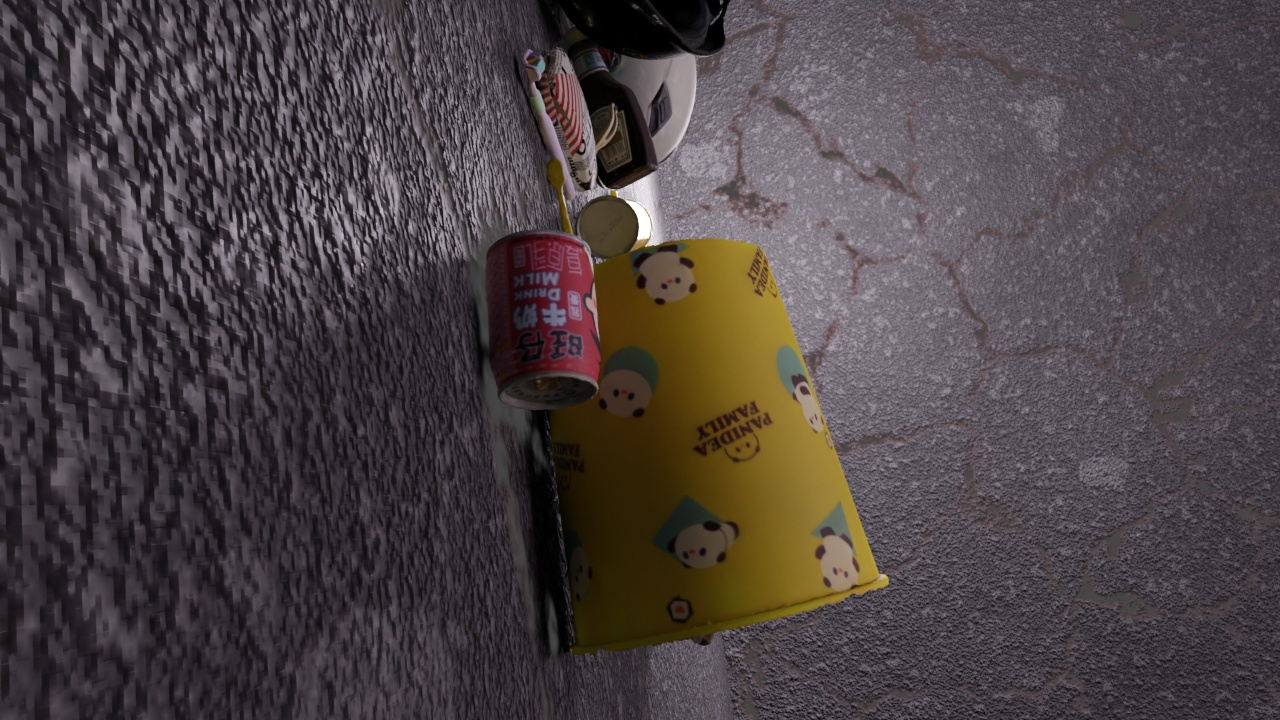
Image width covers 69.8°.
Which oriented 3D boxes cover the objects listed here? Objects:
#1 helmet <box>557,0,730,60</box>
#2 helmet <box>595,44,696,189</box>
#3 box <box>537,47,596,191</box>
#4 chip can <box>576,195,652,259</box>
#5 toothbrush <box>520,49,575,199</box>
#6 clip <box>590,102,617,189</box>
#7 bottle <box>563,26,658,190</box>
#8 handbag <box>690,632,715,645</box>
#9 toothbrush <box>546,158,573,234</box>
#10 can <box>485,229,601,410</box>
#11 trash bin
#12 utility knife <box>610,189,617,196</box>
[{"bbox_3d":[0.002,-0.459,1.033,0.233,0.231,0.274,1,82,-51],"label":"helmet"},{"bbox_3d":[-0.001,-0.377,1.246,0.230,0.157,0.273,67,15,-68],"label":"helmet"},{"bbox_3d":[-0.067,-0.233,0.899,0.164,0.052,0.068,72,29,-61],"label":"box"},{"bbox_3d":[-0.028,-0.158,1.086,0.213,0.072,0.072,-59,140,-80],"label":"chip can"},{"bbox_3d":[-0.082,-0.210,0.852,0.189,0.021,0.029,76,-4,-62],"label":"toothbrush"},{"bbox_3d":[-0.047,-0.256,1.064,0.035,0.095,0.102,32,39,-83],"label":"clip"},{"bbox_3d":[-0.044,-0.308,1.107,0.044,0.080,0.195,-14,82,-66],"label":"bottle"},{"bbox_3d":[0.061,0.224,1.104,0.194,0.093,0.233,101,-12,-54],"label":"handbag"},{"bbox_3d":[-0.065,-0.101,0.886,0.016,0.015,0.190,-102,-178,-69],"label":"toothbrush"},{"bbox_3d":[-0.059,-0.023,0.555,0.066,0.066,0.093,68,15,-68],"label":"can"},{"bbox_3d":[0.035,0.063,0.680,0.229,0.230,0.255,58,19,-77],"label":"trash bin"},{"bbox_3d":[-0.032,-0.188,1.382,0.033,0.015,0.156,86,-4,-78],"label":"utility knife"}]
